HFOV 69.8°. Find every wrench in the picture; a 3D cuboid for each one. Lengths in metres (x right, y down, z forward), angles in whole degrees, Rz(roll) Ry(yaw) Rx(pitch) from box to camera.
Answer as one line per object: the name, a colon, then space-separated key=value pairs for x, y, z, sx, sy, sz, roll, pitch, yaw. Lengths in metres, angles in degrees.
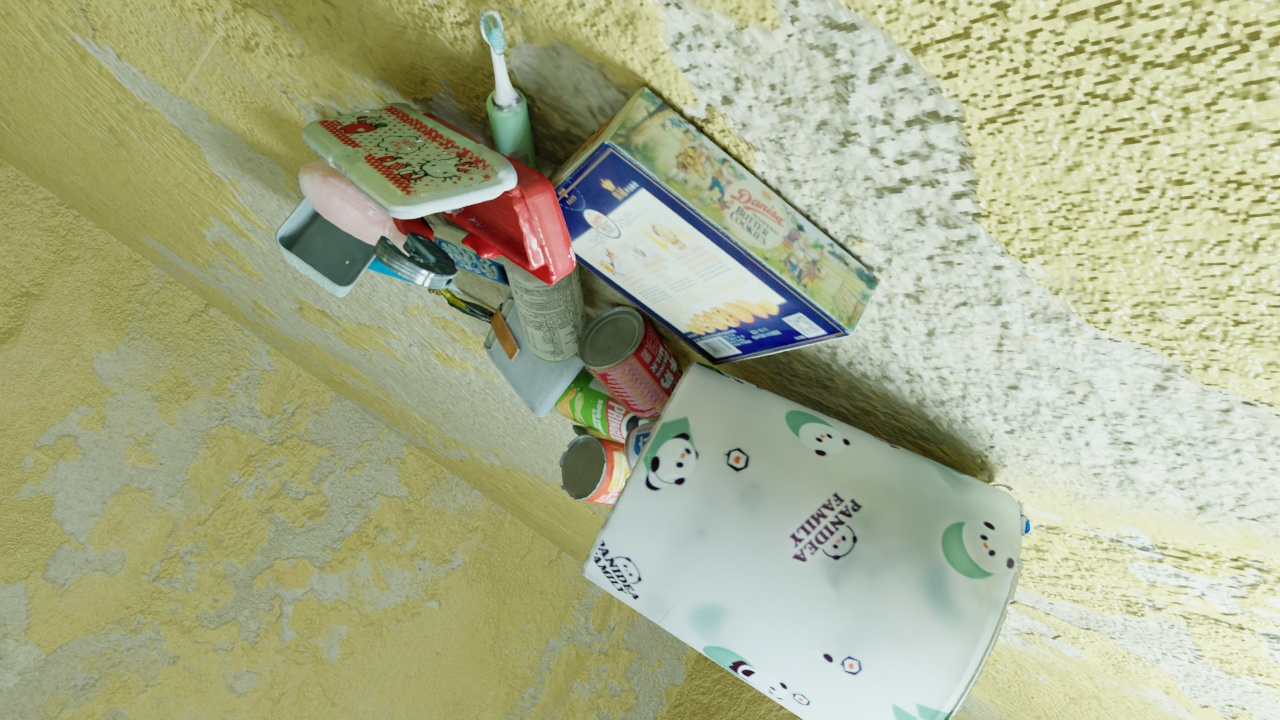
wrench: x=-0.171 y=-0.103 z=0.662 sx=0.056 sy=0.016 sz=0.273 roll=29 pitch=-168 yaw=-28

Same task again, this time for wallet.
wallet: x=-0.109 y=-0.011 z=0.909 sx=0.106 sy=0.036 sz=0.130 roll=48 pitch=143 yaw=6

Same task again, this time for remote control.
remote control: x=-0.134 y=-0.091 z=0.843 sx=0.125 sy=0.024 sz=0.049 roll=23 pitch=161 yaw=15

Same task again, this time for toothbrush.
toothbrush: x=-0.083 y=-0.149 z=0.597 sx=0.225 sy=0.026 sz=0.027 roll=94 pitch=157 yaw=-70

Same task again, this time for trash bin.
trash bin: x=0.108 y=0.137 z=0.685 sx=0.252 sy=0.229 sz=0.230 roll=27 pitch=162 yaw=5

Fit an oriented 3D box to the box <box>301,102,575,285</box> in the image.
box: x=-0.140 y=-0.110 z=0.608 sx=0.201 sy=0.100 sz=0.110 roll=36 pitch=150 yaw=47

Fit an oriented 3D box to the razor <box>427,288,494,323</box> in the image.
razor: x=-0.191 y=-0.061 z=1.028 sx=0.143 sy=0.022 sz=0.043 roll=29 pitch=164 yaw=9

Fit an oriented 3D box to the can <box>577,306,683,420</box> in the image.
can: x=-0.005 y=0.005 z=0.813 sx=0.067 sy=0.066 sz=0.094 roll=16 pitch=157 yaw=41

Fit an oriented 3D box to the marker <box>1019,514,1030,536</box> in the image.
marker: x=0.296 y=0.153 z=0.788 sx=0.017 sy=0.016 sz=0.146 roll=29 pitch=162 yaw=8

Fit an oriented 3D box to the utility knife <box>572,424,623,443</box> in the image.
utility knife: x=-0.015 y=0.088 z=1.046 sx=0.031 sy=0.021 sz=0.201 roll=33 pitch=-166 yaw=34

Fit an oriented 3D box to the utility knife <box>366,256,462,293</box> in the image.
utility knife: x=-0.263 y=-0.100 z=1.025 sx=0.235 sy=0.018 sz=0.034 roll=20 pitch=154 yaw=46

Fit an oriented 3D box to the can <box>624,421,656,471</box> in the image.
can: x=0.055 y=0.072 z=0.818 sx=0.135 sy=0.053 sz=0.053 roll=-14 pitch=140 yaw=25

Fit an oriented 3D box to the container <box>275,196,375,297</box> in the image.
container: x=-0.327 y=-0.125 z=0.977 sx=0.090 sy=0.090 sz=0.112 roll=37 pitch=165 yaw=-14

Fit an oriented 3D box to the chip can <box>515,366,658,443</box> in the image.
chip can: x=-0.026 y=0.044 z=0.950 sx=0.236 sy=0.072 sz=0.072 roll=21 pitch=159 yaw=34

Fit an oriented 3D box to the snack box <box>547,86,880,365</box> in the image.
snack box: x=0.028 y=-0.072 z=0.585 sx=0.182 sy=0.045 sz=0.178 roll=37 pitch=163 yaw=-15

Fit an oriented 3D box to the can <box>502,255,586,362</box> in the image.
can: x=-0.078 y=-0.053 z=0.777 sx=0.058 sy=0.058 sz=0.147 roll=28 pitch=158 yaw=14

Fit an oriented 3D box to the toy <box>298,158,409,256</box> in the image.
toy: x=-0.253 y=-0.134 z=0.872 sx=0.159 sy=0.054 sz=0.121 roll=37 pitch=173 yaw=1

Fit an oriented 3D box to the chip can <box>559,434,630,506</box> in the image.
chip can: x=0.012 y=0.133 z=1.009 sx=0.073 sy=0.073 sz=0.216 roll=14 pitch=175 yaw=45
